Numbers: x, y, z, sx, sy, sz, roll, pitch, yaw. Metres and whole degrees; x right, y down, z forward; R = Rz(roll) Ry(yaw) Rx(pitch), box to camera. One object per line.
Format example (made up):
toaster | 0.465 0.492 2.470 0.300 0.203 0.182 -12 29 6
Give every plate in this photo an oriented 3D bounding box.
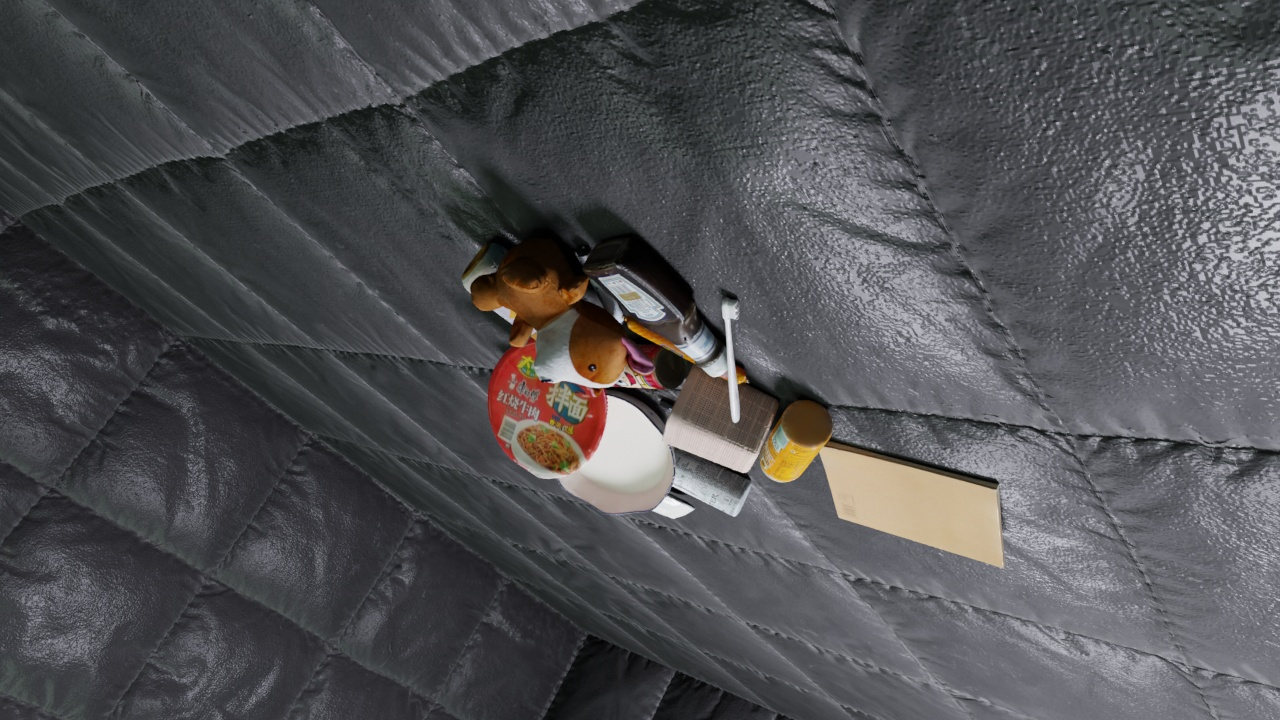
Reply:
plate | -0.038 0.200 1.498 0.265 0.034 0.162 25 175 -15
plate | -0.041 0.129 1.322 0.205 0.045 0.205 11 121 19

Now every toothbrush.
toothbrush | 0.101 0.004 0.980 0.016 0.016 0.180 13 137 22

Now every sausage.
sausage | 0.051 -0.014 1.050 0.165 0.021 0.021 28 158 6

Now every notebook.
notebook | 0.317 0.169 1.082 0.212 0.012 0.149 13 141 36

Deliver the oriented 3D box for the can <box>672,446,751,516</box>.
can | 0.087 0.172 1.348 0.147 0.058 0.058 25 157 12

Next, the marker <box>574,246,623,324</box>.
marker | -0.045 -0.082 1.031 0.022 0.018 0.131 41 166 35

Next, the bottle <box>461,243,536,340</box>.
bottle | -0.123 -0.063 1.100 0.189 0.067 0.068 38 157 -17

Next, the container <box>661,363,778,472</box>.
container | 0.096 0.070 1.089 0.111 0.089 0.090 24 157 7

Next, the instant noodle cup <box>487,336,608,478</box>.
instant noodle cup | -0.115 0.060 1.254 0.194 0.194 0.065 19 -167 25

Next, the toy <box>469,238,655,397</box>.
toy | -0.087 -0.037 1.016 0.199 0.130 0.140 44 151 -21

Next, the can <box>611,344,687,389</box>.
can | -0.007 0.007 1.121 0.133 0.053 0.053 1 144 49

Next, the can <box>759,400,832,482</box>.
can | 0.180 0.098 1.078 0.058 0.058 0.146 27 158 7

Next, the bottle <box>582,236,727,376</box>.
bottle | 0.027 -0.052 0.972 0.195 0.044 0.080 42 155 -28

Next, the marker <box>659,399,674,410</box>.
marker | 0.079 0.078 1.217 0.124 0.015 0.018 22 152 23
